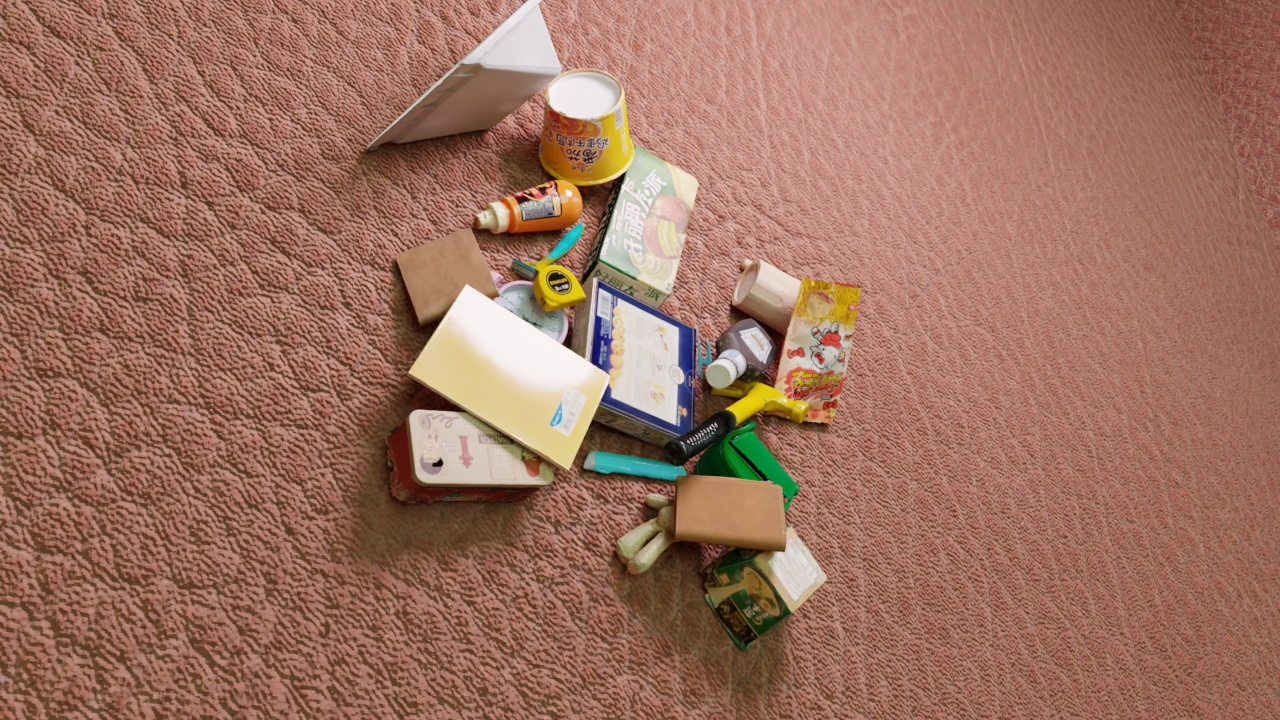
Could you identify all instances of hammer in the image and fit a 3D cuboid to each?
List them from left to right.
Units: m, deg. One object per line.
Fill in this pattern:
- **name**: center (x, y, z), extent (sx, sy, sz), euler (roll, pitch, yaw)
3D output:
- **hammer**: center (0.110, 0.076, 1.168), extent (0.129, 0.033, 0.299), euler (23, 21, 22)

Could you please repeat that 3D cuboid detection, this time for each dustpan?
- **dustpan**: center (-0.224, -0.395, 1.197), extent (0.257, 0.223, 0.142), euler (-21, 88, -49)

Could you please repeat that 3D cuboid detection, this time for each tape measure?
- **tape measure**: center (-0.105, -0.088, 1.137), extent (0.059, 0.029, 0.057), euler (-18, 74, -39)

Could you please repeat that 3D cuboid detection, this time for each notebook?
- **notebook**: center (-0.143, 0.017, 1.046), extent (0.206, 0.010, 0.145), euler (32, 52, -12)

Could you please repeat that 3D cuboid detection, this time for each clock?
- **clock**: center (-0.164, -0.048, 1.135), extent (0.158, 0.060, 0.117), euler (19, 55, -20)

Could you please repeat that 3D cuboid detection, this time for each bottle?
- **bottle**: center (-0.153, -0.200, 1.230), extent (0.149, 0.067, 0.066), euler (-18, 74, -30)
- **bottle**: center (0.135, -0.004, 1.259), extent (0.080, 0.044, 0.194), euler (51, 26, 2)

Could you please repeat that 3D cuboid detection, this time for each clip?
- **clip**: center (0.088, -0.001, 1.245), extent (0.047, 0.014, 0.057), euler (-6, 94, 9)

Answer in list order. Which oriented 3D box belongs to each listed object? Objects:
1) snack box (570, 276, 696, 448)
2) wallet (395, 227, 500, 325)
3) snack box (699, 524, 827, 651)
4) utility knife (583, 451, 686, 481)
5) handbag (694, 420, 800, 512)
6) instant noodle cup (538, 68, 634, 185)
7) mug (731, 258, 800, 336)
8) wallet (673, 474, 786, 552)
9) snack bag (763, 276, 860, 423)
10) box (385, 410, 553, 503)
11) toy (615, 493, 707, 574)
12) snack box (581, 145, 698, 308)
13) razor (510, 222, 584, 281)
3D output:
- **snack box**: center (-0.007, 0.007, 1.190), extent (0.182, 0.046, 0.177), euler (26, 53, -32)
- **wallet**: center (-0.234, -0.103, 1.107), extent (0.101, 0.020, 0.115), euler (-21, 57, -9)
- **snack box**: center (0.157, 0.271, 1.124), extent (0.118, 0.106, 0.117), euler (-31, 83, -38)
- **utility knife**: center (-0.006, 0.136, 1.160), extent (0.151, 0.013, 0.029), euler (13, 61, -29)
- **handbag**: center (0.145, 0.154, 1.215), extent (0.131, 0.068, 0.119), euler (53, 41, 6)
- **instant noodle cup**: center (-0.077, -0.331, 1.284), extent (0.138, 0.110, 0.137), euler (0, 55, 0)
- **mug**: center (0.201, -0.103, 1.389), extent (0.103, 0.084, 0.124), euler (28, 28, -15)
- **wallet**: center (0.106, 0.174, 1.099), extent (0.130, 0.035, 0.118), euler (6, 34, 0)
- **snack bag**: center (0.253, -0.013, 1.320), extent (0.128, 0.073, 0.208), euler (6, 100, -30)
- **box**: center (-0.192, 0.114, 1.022), extent (0.168, 0.081, 0.091), euler (6, 60, -36)
- **toy**: center (0.038, 0.208, 1.122), extent (0.156, 0.066, 0.105), euler (-27, 38, -35)
- **snack box**: center (0.003, -0.188, 1.315), extent (0.114, 0.063, 0.239), euler (26, 53, -15)
- **razor**: center (-0.117, -0.149, 1.241), extent (0.043, 0.028, 0.132), euler (26, 49, 23)
